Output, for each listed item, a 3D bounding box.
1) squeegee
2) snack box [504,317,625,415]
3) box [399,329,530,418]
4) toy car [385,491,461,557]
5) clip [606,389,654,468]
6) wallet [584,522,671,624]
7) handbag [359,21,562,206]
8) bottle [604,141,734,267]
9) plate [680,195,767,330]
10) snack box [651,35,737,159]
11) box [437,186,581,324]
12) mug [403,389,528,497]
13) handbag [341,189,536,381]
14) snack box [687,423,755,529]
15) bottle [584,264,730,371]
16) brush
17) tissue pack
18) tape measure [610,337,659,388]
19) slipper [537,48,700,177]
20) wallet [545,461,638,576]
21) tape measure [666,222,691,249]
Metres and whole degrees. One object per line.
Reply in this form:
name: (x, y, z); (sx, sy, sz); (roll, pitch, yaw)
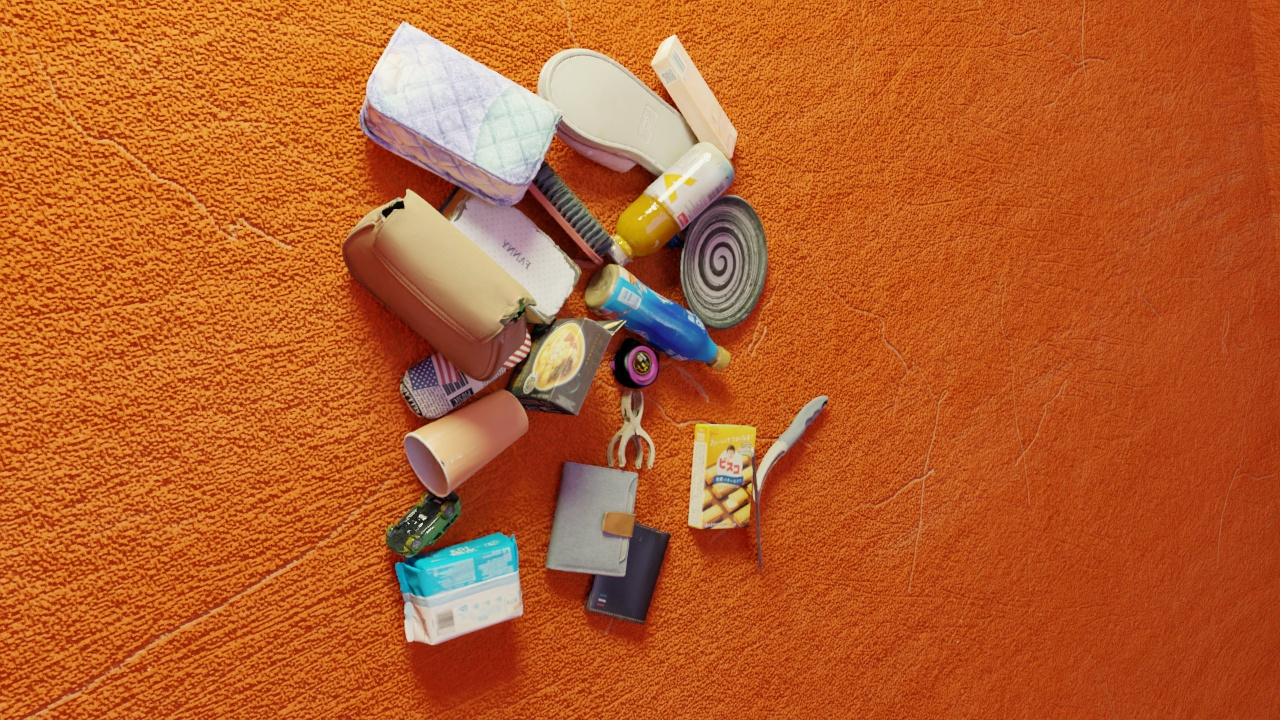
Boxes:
squeegee: (0.201, 0.128, 1.291); (0.245, 0.039, 0.247); (-51, 146, -36)
snack box: (-0.089, -0.002, 1.049); (0.053, 0.113, 0.125); (31, 73, -31)
box: (-0.195, 0.003, 1.023); (0.164, 0.058, 0.071); (-35, 87, -30)
toy car: (-0.233, 0.177, 0.994); (0.091, 0.043, 0.036); (-42, 136, -35)
clip: (-0.002, 0.095, 1.162); (0.092, 0.035, 0.103); (33, 65, -27)
wallet: (-0.016, 0.266, 1.165); (0.096, 0.020, 0.122); (25, 75, -33)
handbag: (-0.190, -0.257, 0.966); (0.194, 0.076, 0.134); (27, 63, -17)
bottle: (0.032, -0.189, 1.137); (0.189, 0.068, 0.068); (-43, 115, -4)
plate: (0.108, -0.129, 1.224); (0.179, 0.024, 0.179); (-10, 104, -44)
snack box: (0.072, -0.334, 1.180); (0.157, 0.026, 0.084); (53, 29, -24)
box: (-0.157, -0.122, 1.033); (0.184, 0.060, 0.089); (43, 66, -26)
mug: (-0.188, 0.085, 1.010); (0.122, 0.078, 0.078); (-33, 109, -36)
handbag: (-0.199, -0.080, 0.935); (0.204, 0.148, 0.099); (42, 60, -9)
snack box: (0.111, 0.157, 1.242); (0.086, 0.034, 0.140); (6, 86, -35)
bottle: (0.030, -0.046, 1.160); (0.218, 0.065, 0.065); (30, 75, -32)
brush: (-0.095, -0.163, 1.078); (0.069, 0.063, 0.146); (-40, 118, 6)
tissue pack: (-0.196, 0.248, 1.011); (0.139, 0.063, 0.090); (-11, 99, -33)
tape measure: (-0.007, 0.007, 1.152); (0.057, 0.039, 0.057); (28, 71, -32)
slipper: (-0.025, -0.290, 1.120); (0.274, 0.054, 0.114); (15, 86, -46)
wallet: (-0.054, 0.195, 1.118); (0.106, 0.037, 0.129); (13, 82, -24)
tape measure: (0.052, -0.173, 1.196); (0.058, 0.025, 0.054); (-15, 99, -44)
